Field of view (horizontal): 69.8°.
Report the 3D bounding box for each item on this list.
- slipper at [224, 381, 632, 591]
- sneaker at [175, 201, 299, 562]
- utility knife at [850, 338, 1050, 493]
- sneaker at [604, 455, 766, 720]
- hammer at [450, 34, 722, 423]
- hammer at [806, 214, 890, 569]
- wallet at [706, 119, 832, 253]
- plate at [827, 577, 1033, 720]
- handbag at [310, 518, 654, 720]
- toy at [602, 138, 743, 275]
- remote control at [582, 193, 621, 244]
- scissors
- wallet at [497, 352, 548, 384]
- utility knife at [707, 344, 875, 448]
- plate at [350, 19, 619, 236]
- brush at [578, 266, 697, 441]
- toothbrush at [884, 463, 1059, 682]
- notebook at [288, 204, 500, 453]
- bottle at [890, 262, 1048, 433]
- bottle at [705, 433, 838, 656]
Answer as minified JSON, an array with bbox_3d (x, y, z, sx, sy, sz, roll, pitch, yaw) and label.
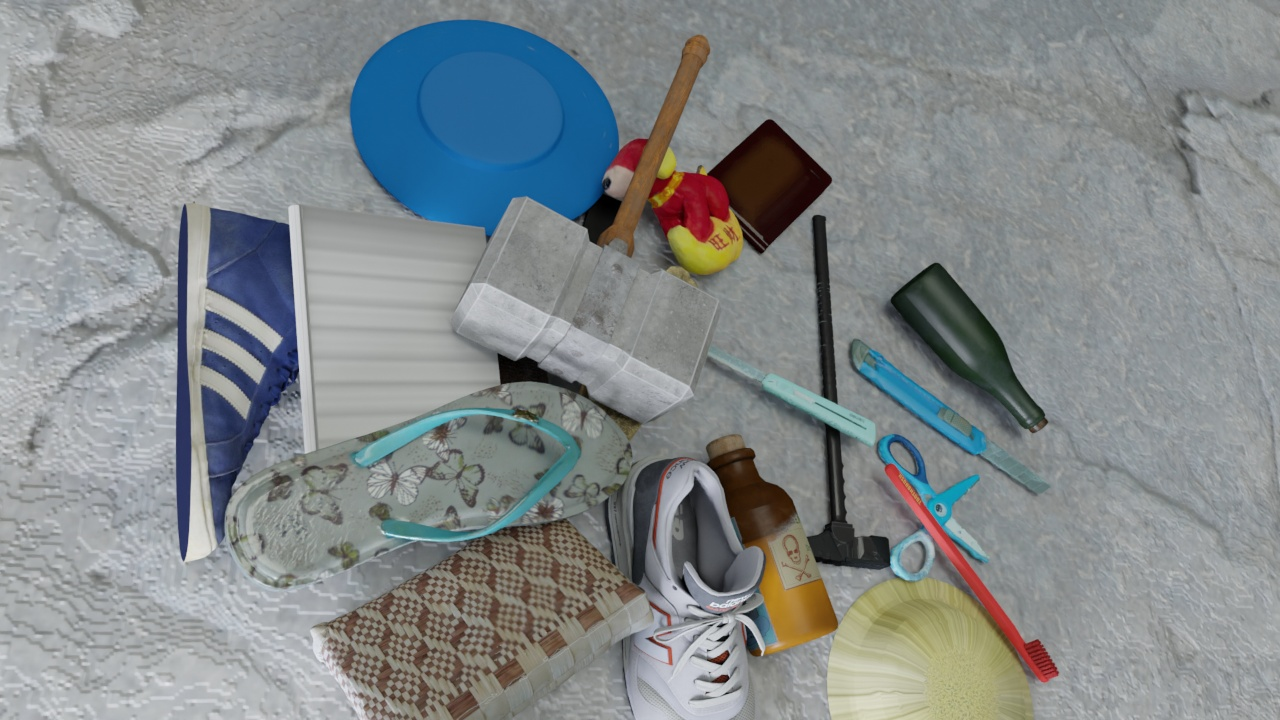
[{"bbox_3d":[-0.116,0.065,0.573,0.268,0.055,0.098,-11,74,-33],"label":"slipper"},{"bbox_3d":[-0.238,0.012,0.608,0.118,0.092,0.232,2,68,-32],"label":"sneaker"},{"bbox_3d":[0.274,0.053,0.812,0.221,0.015,0.031,35,65,-4],"label":"utility knife"},{"bbox_3d":[0.038,0.168,0.610,0.088,0.124,0.239,-8,71,-23],"label":"sneaker"},{"bbox_3d":[0.000,-0.130,0.686,0.162,0.083,0.316,27,64,-13],"label":"hammer"},{"bbox_3d":[0.156,0.013,0.786,0.095,0.015,0.324,9,64,-15],"label":"hammer"},{"bbox_3d":[0.113,-0.163,0.846,0.091,0.018,0.115,45,62,2],"label":"wallet"},{"bbox_3d":[0.233,0.254,0.695,0.184,0.036,0.184,8,65,-17],"label":"plate"},{"bbox_3d":[-0.098,0.170,0.581,0.185,0.047,0.124,-28,43,-27],"label":"handbag"},{"bbox_3d":[0.036,-0.134,0.777,0.137,0.067,0.105,41,45,-14],"label":"toy"},{"bbox_3d":[-0.041,-0.073,0.751,0.034,0.013,0.149,20,61,-11],"label":"remote control"},{"bbox_3d":[0.240,0.121,0.770,0.133,0.011,0.139,-29,78,-29],"label":"scissors"},{"bbox_3d":[-0.117,0.019,0.675,0.099,0.031,0.120,-3,75,-23],"label":"wallet"},{"bbox_3d":[0.119,0.026,0.753,0.166,0.015,0.022,27,62,-2],"label":"utility knife"},{"bbox_3d":[-0.124,-0.204,0.763,0.224,0.024,0.224,7,64,-14],"label":"plate"},{"bbox_3d":[-0.004,0.004,0.713,0.059,0.043,0.194,32,61,-5],"label":"brush"},{"bbox_3d":[0.269,0.169,0.743,0.212,0.018,0.012,54,35,5],"label":"toothbrush"},{"bbox_3d":[-0.157,0.005,0.614,0.142,0.009,0.209,1,78,-42],"label":"notebook"},{"bbox_3d":[0.302,-0.006,0.825,0.055,0.055,0.174,-37,85,-29],"label":"bottle"},{"bbox_3d":[0.087,0.131,0.677,0.067,0.068,0.157,-11,72,-24],"label":"bottle"}]
